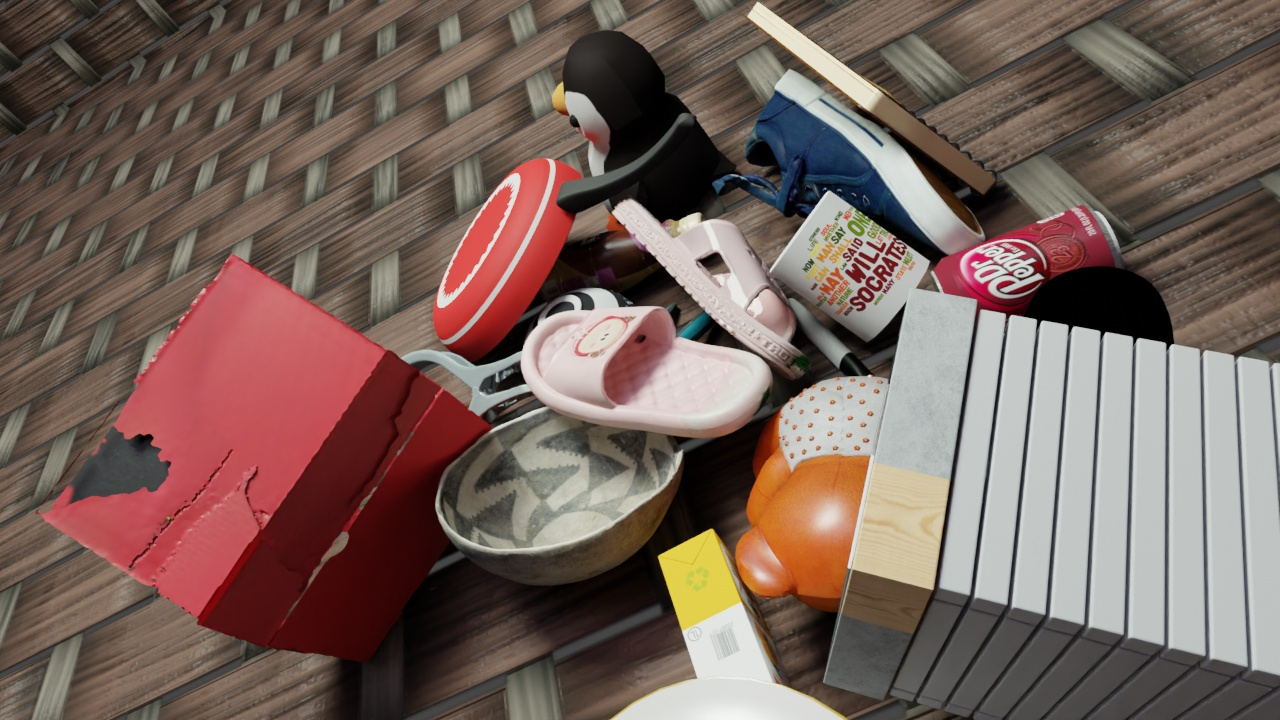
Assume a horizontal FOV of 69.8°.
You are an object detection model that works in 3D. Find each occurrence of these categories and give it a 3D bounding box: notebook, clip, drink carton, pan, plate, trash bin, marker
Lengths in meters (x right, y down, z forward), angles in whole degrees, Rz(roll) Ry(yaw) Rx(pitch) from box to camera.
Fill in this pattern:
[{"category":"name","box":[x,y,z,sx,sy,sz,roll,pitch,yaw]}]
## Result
[{"category":"notebook","box":[0.192,-0.224,0.774,0.024,0.167,0.225,-53,37,21]},{"category":"clip","box":[-0.169,0.012,0.812,0.174,0.030,0.158,-38,71,20]},{"category":"drink carton","box":[0.055,0.173,0.563,0.040,0.058,0.122,-29,42,7]},{"category":"pan","box":[-0.084,-0.126,0.818,0.357,0.067,0.208,-34,34,46]},{"category":"plate","box":[0.040,0.277,0.455,0.230,0.021,0.229,-11,64,23]},{"category":"trash bin","box":[0.224,0.089,0.408,0.247,0.143,0.142,12,56,15]},{"category":"marker","box":[0.145,-0.010,0.710,0.022,0.016,0.138,-53,38,14]}]

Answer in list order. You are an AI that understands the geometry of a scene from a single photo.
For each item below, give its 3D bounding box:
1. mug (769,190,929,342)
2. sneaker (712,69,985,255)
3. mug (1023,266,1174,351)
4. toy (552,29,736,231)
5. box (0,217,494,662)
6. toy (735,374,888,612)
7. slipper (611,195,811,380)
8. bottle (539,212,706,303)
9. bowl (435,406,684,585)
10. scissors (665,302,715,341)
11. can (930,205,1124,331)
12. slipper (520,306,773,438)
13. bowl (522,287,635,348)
[{"category":"mug","box":[0.152,-0.067,0.697,0.089,0.105,0.073,36,77,3]},{"category":"sneaker","box":[0.163,-0.143,0.774,0.127,0.120,0.294,-52,36,15]},{"category":"mug","box":[0.262,0.003,0.570,0.122,0.085,0.094,-9,46,34]},{"category":"toy","box":[-0.002,-0.231,0.882,0.140,0.184,0.158,-10,47,24]},{"category":"box","box":[-0.240,0.077,0.634,0.121,0.318,0.210,21,74,48]},{"category":"toy","box":[0.135,0.087,0.578,0.164,0.093,0.172,-7,36,24]},{"category":"slipper","box":[0.065,-0.073,0.737,0.064,0.094,0.239,-47,52,6]},{"category":"bottle","box":[-0.015,-0.096,0.859,0.166,0.059,0.059,-18,44,19]},{"category":"bowl","box":[-0.053,0.107,0.667,0.178,0.081,0.178,-9,26,4]},{"category":"scissors","box":[0.021,-0.014,0.769,0.123,0.019,0.148,-21,26,1]},{"category":"can","box":[0.267,-0.059,0.639,0.114,0.063,0.063,-21,43,15]},{"category":"slipper","box":[-0.004,0.004,0.685,0.222,0.056,0.106,16,50,38]},{"category":"bowl","box":[-0.056,-0.020,0.810,0.120,0.066,0.120,-18,44,18]}]
